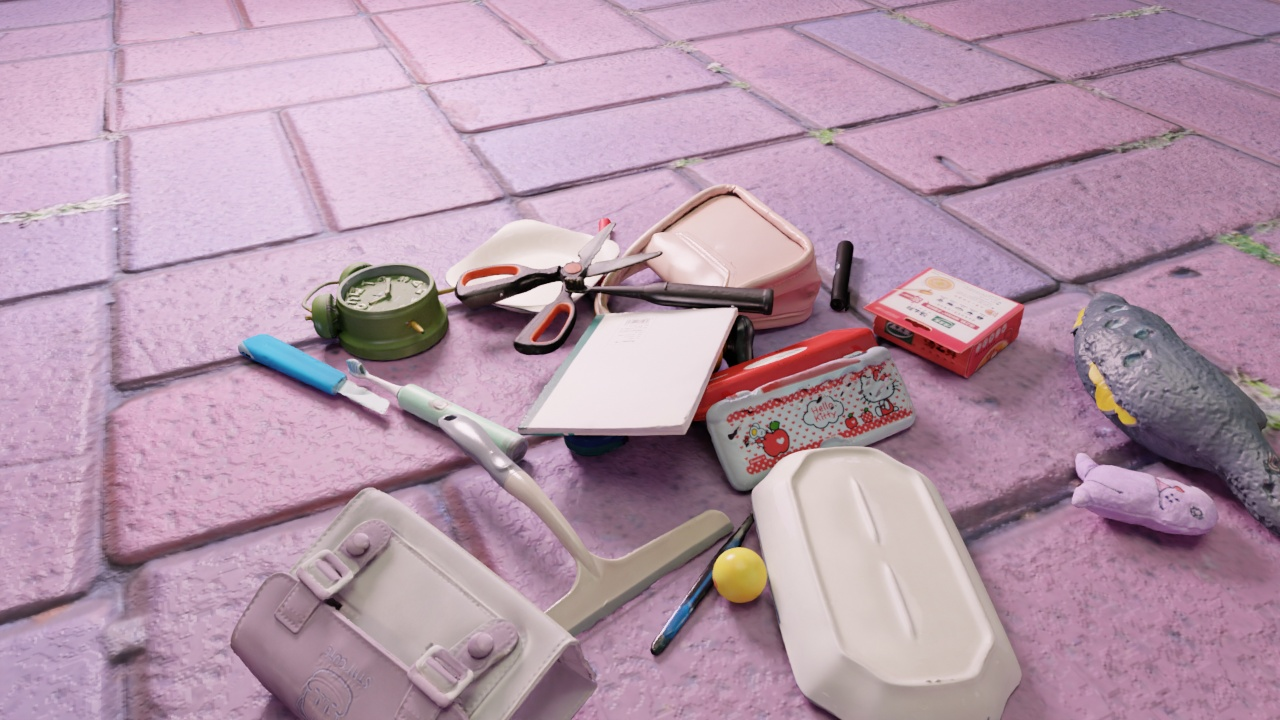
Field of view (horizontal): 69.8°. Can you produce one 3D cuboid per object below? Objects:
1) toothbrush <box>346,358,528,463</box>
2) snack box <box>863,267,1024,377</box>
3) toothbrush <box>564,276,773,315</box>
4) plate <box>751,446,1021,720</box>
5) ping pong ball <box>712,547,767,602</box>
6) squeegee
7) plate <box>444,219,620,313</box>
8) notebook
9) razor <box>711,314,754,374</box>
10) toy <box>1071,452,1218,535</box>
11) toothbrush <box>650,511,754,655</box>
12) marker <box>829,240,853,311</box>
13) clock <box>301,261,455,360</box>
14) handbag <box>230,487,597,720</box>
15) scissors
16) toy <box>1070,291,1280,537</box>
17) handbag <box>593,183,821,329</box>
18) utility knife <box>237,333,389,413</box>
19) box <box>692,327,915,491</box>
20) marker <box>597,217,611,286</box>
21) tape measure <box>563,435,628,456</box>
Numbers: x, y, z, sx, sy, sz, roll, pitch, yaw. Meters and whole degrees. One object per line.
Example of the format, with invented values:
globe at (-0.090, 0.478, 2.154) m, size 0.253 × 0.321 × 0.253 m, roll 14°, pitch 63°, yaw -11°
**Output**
toothbrush at (-0.196, 0.044, 0.859) m, size 0.225 × 0.027 × 0.026 m, roll 22°, pitch 47°, yaw 28°
snack box at (0.309, -0.038, 0.942) m, size 0.126 × 0.044 × 0.113 m, roll -29°, pitch 45°, yaw -34°
toothbrush at (0.026, -0.067, 0.917) m, size 0.213 × 0.027 × 0.026 m, roll 6°, pitch 49°, yaw 12°
plate at (0.176, 0.152, 0.680) m, size 0.162 × 0.034 × 0.265 m, roll -1°, pitch 40°, yaw -5°
ping pong ball at (0.074, 0.159, 0.681) m, size 0.040 × 0.040 × 0.040 m, roll -1°, pitch 36°, yaw 0°
squeegee at (-0.094, 0.106, 0.734) m, size 0.245 × 0.039 × 0.246 m, roll -27°, pitch 51°, yaw -30°
plate at (-0.120, -0.098, 1.042) m, size 0.164 × 0.034 × 0.163 m, roll 18°, pitch 43°, yaw 24°
notebook at (-0.005, 0.005, 0.833) m, size 0.150 × 0.012 × 0.208 m, roll -2°, pitch 30°, yaw 21°
razor at (0.042, 0.011, 0.885) m, size 0.167 × 0.062 × 0.067 m, roll -28°, pitch 75°, yaw -24°
toy at (0.406, 0.111, 0.742) m, size 0.108 × 0.039 × 0.083 m, roll 12°, pitch 29°, yaw 19°
toothbrush at (0.061, 0.159, 0.710) m, size 0.014 × 0.016 × 0.189 m, roll 28°, pitch 47°, yaw 20°
marker at (0.232, -0.098, 1.049) m, size 0.022 × 0.020 × 0.131 m, roll 20°, pitch 39°, yaw 1°
clock at (-0.282, -0.058, 0.976) m, size 0.161 × 0.056 × 0.115 m, roll 8°, pitch 36°, yaw 13°
handbag at (-0.150, 0.190, 0.588) m, size 0.197 × 0.098 × 0.144 m, roll 27°, pitch 65°, yaw 31°
scissors at (-0.086, -0.079, 0.969) m, size 0.221 × 0.022 × 0.230 m, roll -2°, pitch 43°, yaw 3°
toy at (0.471, 0.022, 0.832) m, size 0.137 × 0.092 × 0.355 m, roll 19°, pitch 32°, yaw -21°
handbag at (0.058, -0.088, 1.002) m, size 0.233 × 0.093 × 0.193 m, roll -25°, pitch 42°, yaw -17°
utility knife at (-0.323, 0.013, 0.910) m, size 0.209 × 0.018 × 0.034 m, roll 21°, pitch 41°, yaw 29°
box at (0.140, 0.043, 0.843) m, size 0.201 × 0.099 × 0.113 m, roll -18°, pitch 5°, yaw -21°
marker at (-0.044, -0.132, 1.105) m, size 0.017 × 0.017 × 0.145 m, roll -1°, pitch 36°, yaw 0°
tape measure at (-0.043, 0.064, 0.829) m, size 0.054 × 0.025 × 0.058 m, roll -14°, pitch 34°, yaw -15°
